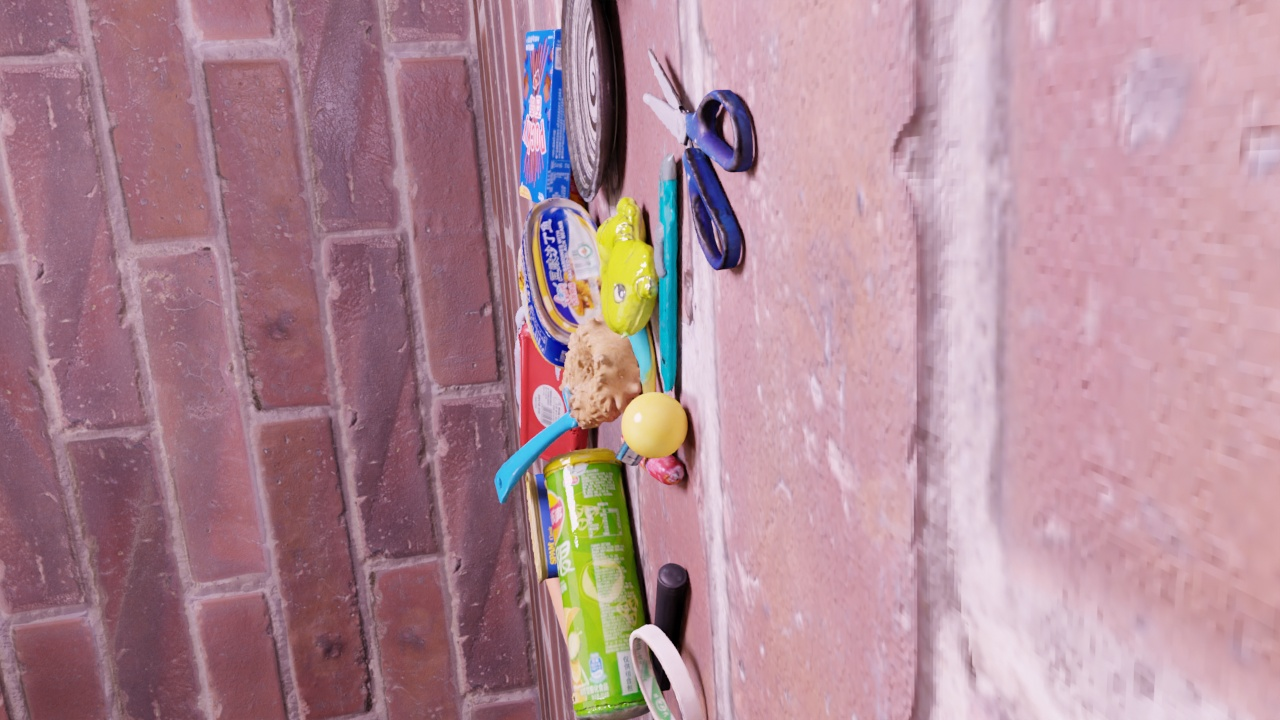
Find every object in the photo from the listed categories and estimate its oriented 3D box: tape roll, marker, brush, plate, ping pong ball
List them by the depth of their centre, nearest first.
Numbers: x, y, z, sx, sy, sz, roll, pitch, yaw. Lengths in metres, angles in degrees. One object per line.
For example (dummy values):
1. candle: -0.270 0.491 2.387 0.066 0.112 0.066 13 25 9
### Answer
1. ping pong ball: 0.009 0.039 0.556 0.040 0.040 0.040 173 91 -79
2. tape roll: 0.017 0.224 0.626 0.086 0.013 0.086 50 150 43
3. marker: 0.018 0.189 0.643 0.022 0.020 0.132 -94 5 -48
4. plate: -0.038 -0.213 0.710 0.179 0.024 0.179 175 91 -79
5. brush: -0.071 0.054 0.757 0.255 0.045 0.083 -47 53 43

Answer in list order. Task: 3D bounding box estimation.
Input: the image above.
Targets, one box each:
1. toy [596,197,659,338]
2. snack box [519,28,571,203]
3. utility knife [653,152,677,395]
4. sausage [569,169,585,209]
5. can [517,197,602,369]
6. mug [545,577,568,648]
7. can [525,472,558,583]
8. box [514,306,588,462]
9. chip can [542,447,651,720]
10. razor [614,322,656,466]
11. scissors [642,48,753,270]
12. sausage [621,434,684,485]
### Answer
1. toy: -0.009 -0.059 0.613 0.097 0.031 0.100 141 131 -65
2. snack box: -0.087 -0.225 0.855 0.084 0.026 0.157 -144 55 -61
3. utility knife: 0.015 -0.043 0.548 0.029 0.013 0.165 -112 19 -64
4. sausage: -0.072 -0.205 0.887 0.021 0.021 0.165 128 135 -75
5. can: -0.065 -0.067 0.792 0.049 0.074 0.148 112 149 -61
6. mug: -0.053 0.232 0.904 0.078 0.078 0.122 100 156 -56
7. can: -0.061 0.152 0.864 0.057 0.083 0.102 116 146 -70
8. box: -0.082 0.012 0.967 0.202 0.095 0.098 97 -162 -47
9. chip can: -0.035 0.190 0.781 0.073 0.072 0.221 110 152 -67
10. razor: -0.004 0.004 0.627 0.043 0.028 0.132 113 155 -57
11. scissors: 0.025 -0.120 0.455 0.141 0.012 0.170 113 148 -67
12. sausage: 0.006 0.067 0.643 0.156 0.020 0.020 -160 64 -78
